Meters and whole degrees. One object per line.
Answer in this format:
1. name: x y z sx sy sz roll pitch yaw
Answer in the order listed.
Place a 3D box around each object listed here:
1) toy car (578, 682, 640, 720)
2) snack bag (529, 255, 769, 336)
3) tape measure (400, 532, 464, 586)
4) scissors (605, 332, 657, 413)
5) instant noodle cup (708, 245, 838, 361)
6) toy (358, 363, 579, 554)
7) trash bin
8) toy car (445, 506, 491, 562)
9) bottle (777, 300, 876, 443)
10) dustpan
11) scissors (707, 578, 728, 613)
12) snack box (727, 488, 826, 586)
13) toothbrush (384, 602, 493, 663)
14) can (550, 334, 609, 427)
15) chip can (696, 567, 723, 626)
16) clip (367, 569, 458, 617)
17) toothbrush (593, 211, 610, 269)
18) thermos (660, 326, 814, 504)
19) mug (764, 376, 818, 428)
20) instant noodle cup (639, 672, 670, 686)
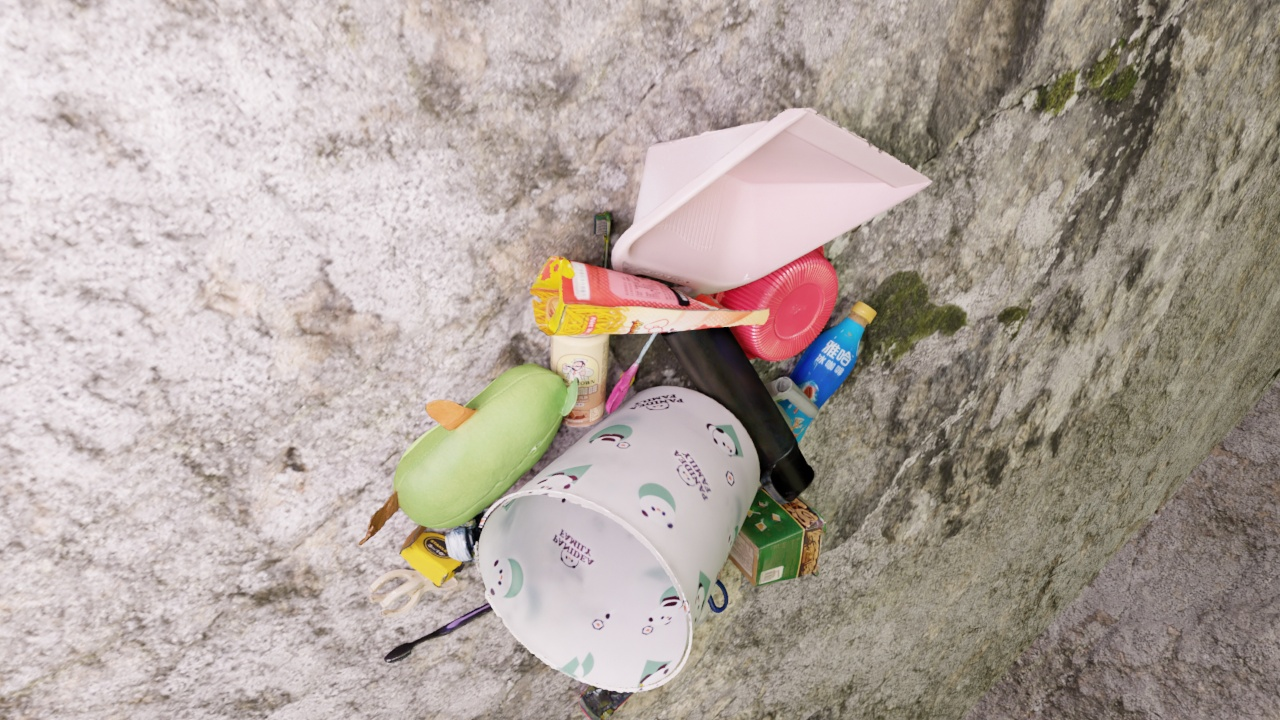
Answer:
1. toy car: -0.034 0.468 1.319 0.120 0.053 0.045 -35 162 -23
2. snack bag: 0.005 -0.055 0.884 0.207 0.129 0.073 3 99 -28
3. tape measure: -0.215 0.206 0.954 0.029 0.060 0.057 -61 167 17
4. scissors: -0.006 0.007 0.974 0.134 0.017 0.133 -58 179 43
5. instant noodle cup: 0.164 -0.071 1.078 0.193 0.066 0.194 -22 131 -28
6. toy: -0.162 0.092 0.885 0.246 0.090 0.227 -41 159 -10
7. trash bin: -0.003 0.162 0.940 0.251 0.230 0.230 -45 149 -51
8. toy car: -0.176 0.183 0.962 0.034 0.090 0.043 -15 93 10
9. bottle: 0.234 0.019 1.208 0.219 0.065 0.065 -54 139 5
10. dustpan: 0.109 -0.127 0.882 0.222 0.274 0.139 10 87 -43
11. scissors: 0.062 0.266 1.218 0.176 0.162 0.012 -43 177 31
12. snack box: 0.185 0.256 1.309 0.105 0.117 0.118 -20 129 -24
13. toothbrush: -0.209 0.306 1.070 0.188 0.014 0.017 -22 140 -29
14. can: -0.063 0.008 0.938 0.058 0.058 0.116 -19 131 -31
15. chip can: 0.085 0.260 1.254 0.071 0.071 0.215 -9 125 -38
16. clip: -0.239 0.238 0.980 0.099 0.035 0.070 -23 133 -39
17. toothbrush: -0.042 -0.066 0.937 0.017 0.012 0.186 -15 129 -26
18. thermos: 0.113 0.053 1.023 0.069 0.089 0.242 -27 107 22
19. mug: 0.150 0.066 1.138 0.124 0.083 0.103 -22 148 22
20. instant noodle cup: -0.009 0.344 1.205 0.118 0.118 0.115 -27 127 -25
